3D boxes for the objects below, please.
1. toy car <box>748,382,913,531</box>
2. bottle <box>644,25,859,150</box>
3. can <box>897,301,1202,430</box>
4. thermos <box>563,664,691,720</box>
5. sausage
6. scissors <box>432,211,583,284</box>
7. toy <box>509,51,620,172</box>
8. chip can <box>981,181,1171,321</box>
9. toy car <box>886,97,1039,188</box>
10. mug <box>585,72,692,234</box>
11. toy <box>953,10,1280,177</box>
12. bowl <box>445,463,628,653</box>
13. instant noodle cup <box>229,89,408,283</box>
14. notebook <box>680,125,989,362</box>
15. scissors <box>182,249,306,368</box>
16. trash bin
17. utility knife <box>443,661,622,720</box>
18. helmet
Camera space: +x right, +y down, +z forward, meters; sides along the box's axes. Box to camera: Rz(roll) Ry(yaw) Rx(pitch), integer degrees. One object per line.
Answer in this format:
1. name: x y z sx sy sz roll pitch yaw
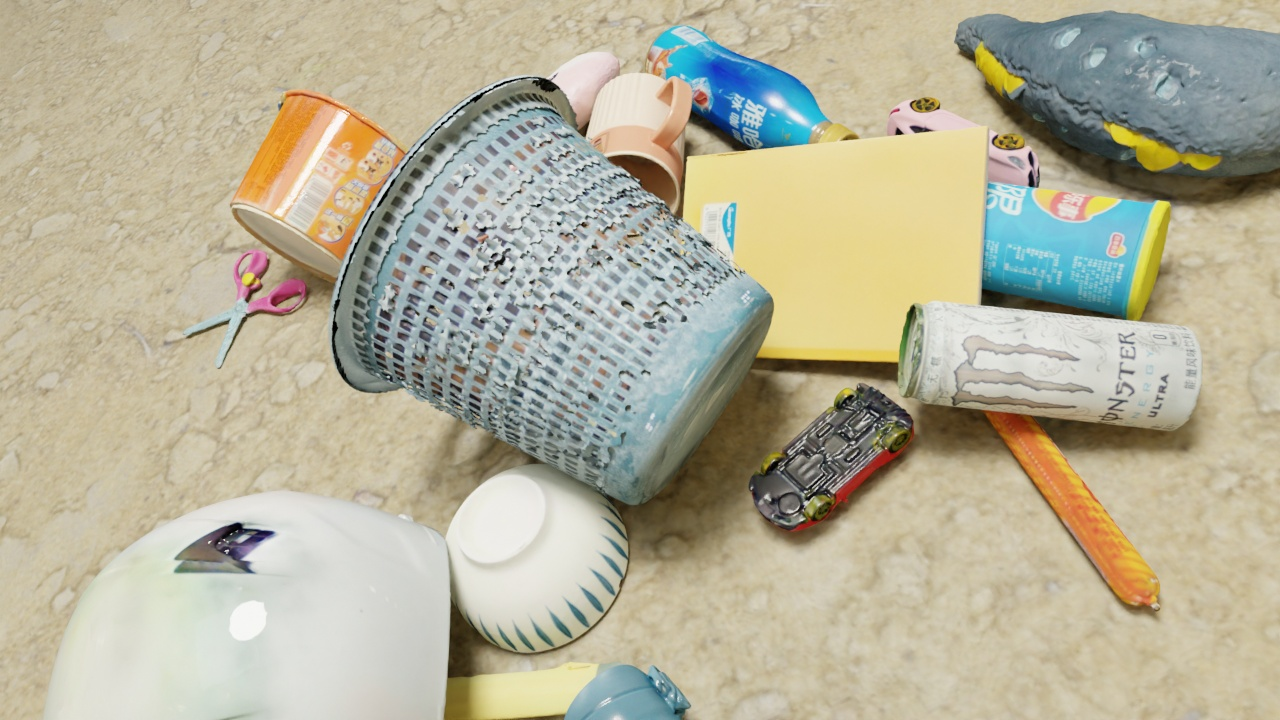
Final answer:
1. toy car: 0.113 0.060 0.548 0.106 0.031 0.049 -39 49 -10
2. bottle: 0.089 -0.210 0.744 0.065 0.065 0.219 -40 51 -10
3. can: 0.221 0.002 0.506 0.147 0.058 0.058 7 56 7
4. thermos: 0.035 0.240 0.422 0.070 0.070 0.220 -36 49 -7
5. sausage: 0.228 0.065 0.503 0.021 0.021 0.165 -25 49 3
6. scissors: -0.132 -0.083 0.771 0.194 0.015 0.206 4 57 24
7. toy: -0.083 -0.211 0.808 0.159 0.054 0.121 -49 18 -9
8. chip can: 0.214 -0.082 0.589 0.210 0.071 0.071 17 62 32
9. toy car: 0.221 -0.143 0.643 0.037 0.056 0.122 -38 50 -13
10. mug: 0.003 -0.175 0.727 0.115 0.081 0.105 -44 30 45
11. toy: 0.349 -0.178 0.604 0.357 0.091 0.137 29 41 35
12. bowl: -0.072 0.112 0.563 0.116 0.066 0.116 -12 51 14
13. instant noodle cup: -0.271 -0.142 0.794 0.151 0.151 0.111 17 71 32
14. notebook: 0.117 -0.072 0.600 0.207 0.010 0.146 2 87 32
15. scissors: -0.360 -0.051 0.842 0.136 0.017 0.133 -4 58 18
16. trash bin: -0.037 -0.024 0.559 0.195 0.227 0.226 34 71 12
17. utility knife: -0.087 0.195 0.539 0.163 0.018 0.030 -7 48 15
18. helmet: -0.235 0.176 0.507 0.259 0.146 0.228 -13 59 24
